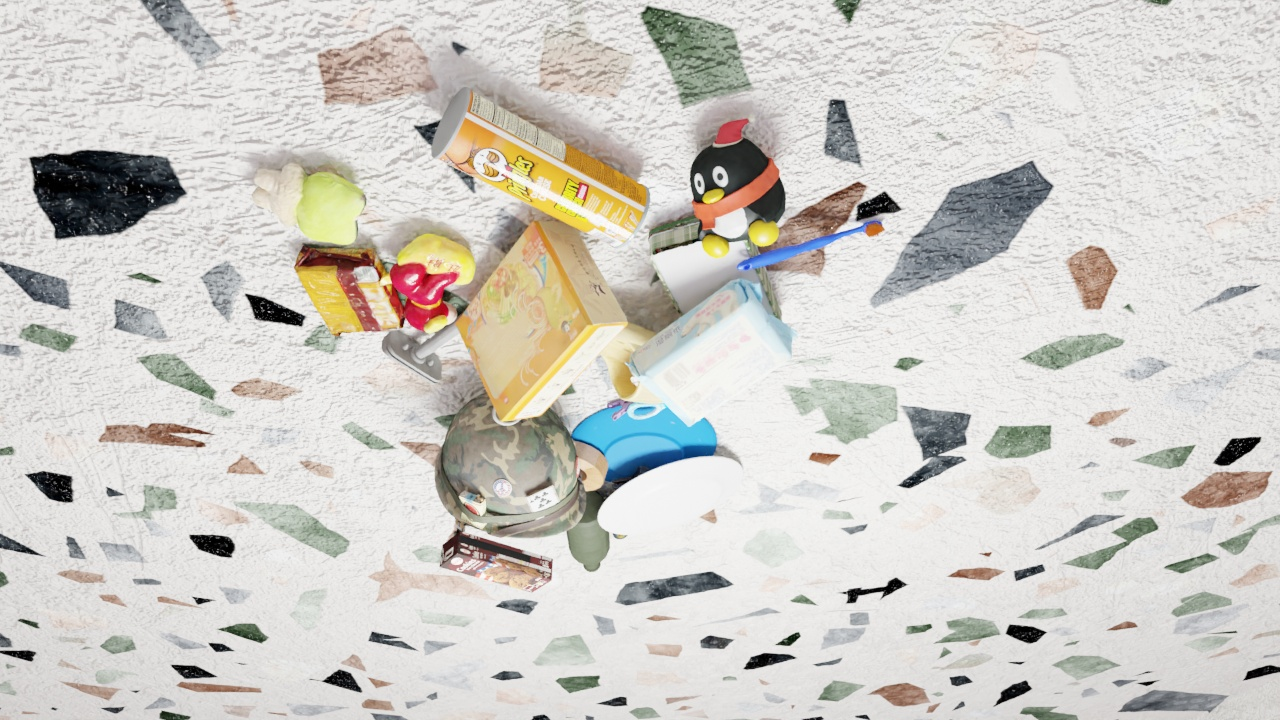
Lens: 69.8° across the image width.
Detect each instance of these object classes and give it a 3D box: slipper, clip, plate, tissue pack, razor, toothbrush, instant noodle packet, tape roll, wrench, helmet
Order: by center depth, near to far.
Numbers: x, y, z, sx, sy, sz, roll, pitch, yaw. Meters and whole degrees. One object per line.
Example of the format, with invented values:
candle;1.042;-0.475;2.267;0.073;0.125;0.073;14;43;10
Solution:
toothbrush;0.193;-0.128;1.031;0.182;0.018;0.016;-18;136;-12
tissue pack;0.087;-0.012;1.075;0.182;0.070;0.112;-36;125;13
instant noodle packet;-0.341;-0.082;1.086;0.098;0.039;0.136;-6;143;3
slipper;-0.007;0.007;1.155;0.261;0.079;0.112;25;157;-21
razor;-0.254;-0.027;1.161;0.116;0.047;0.088;-33;133;22
helmet;-0.177;0.161;1.267;0.224;0.192;0.237;43;135;12
clip;-0.027;0.062;1.301;0.050;0.046;0.014;-50;141;-13
tape roll;-0.097;0.160;1.388;0.094;0.027;0.094;12;142;9
plate;0.004;0.138;1.389;0.224;0.024;0.225;-1;141;-1
plate;0.051;0.222;1.448;0.242;0.016;0.243;-15;148;-10
wrench;-0.017;0.233;1.488;0.073;0.022;0.274;1;148;-8

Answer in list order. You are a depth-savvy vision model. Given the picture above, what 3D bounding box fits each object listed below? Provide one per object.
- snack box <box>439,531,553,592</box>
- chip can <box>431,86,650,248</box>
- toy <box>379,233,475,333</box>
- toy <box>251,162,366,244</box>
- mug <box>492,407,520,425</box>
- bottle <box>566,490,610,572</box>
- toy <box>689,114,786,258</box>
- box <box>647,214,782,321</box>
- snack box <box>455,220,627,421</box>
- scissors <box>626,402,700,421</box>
snack box;-0.190;0.269;1.218;0.140;0.031;0.051;24;137;-29
chip can;-0.098;-0.191;0.933;0.215;0.075;0.075;23;135;-29
toy;-0.249;-0.088;1.066;0.105;0.067;0.138;3;137;-19
toy;-0.352;-0.168;0.974;0.115;0.046;0.092;18;137;-13
mug;-0.150;0.031;1.181;0.070;0.113;0.084;12;165;-21
bottle;-0.087;0.297;1.545;0.071;0.071;0.207;-2;141;-1
toy;0.095;-0.181;0.944;0.098;0.099;0.119;-11;120;40
box;0.093;-0.091;1.091;0.118;0.050;0.205;-14;140;18
snack box;-0.114;-0.044;1.056;0.080;0.145;0.196;-7;151;-46
scissors;0.049;0.047;1.281;0.134;0.012;0.134;-2;133;-9
